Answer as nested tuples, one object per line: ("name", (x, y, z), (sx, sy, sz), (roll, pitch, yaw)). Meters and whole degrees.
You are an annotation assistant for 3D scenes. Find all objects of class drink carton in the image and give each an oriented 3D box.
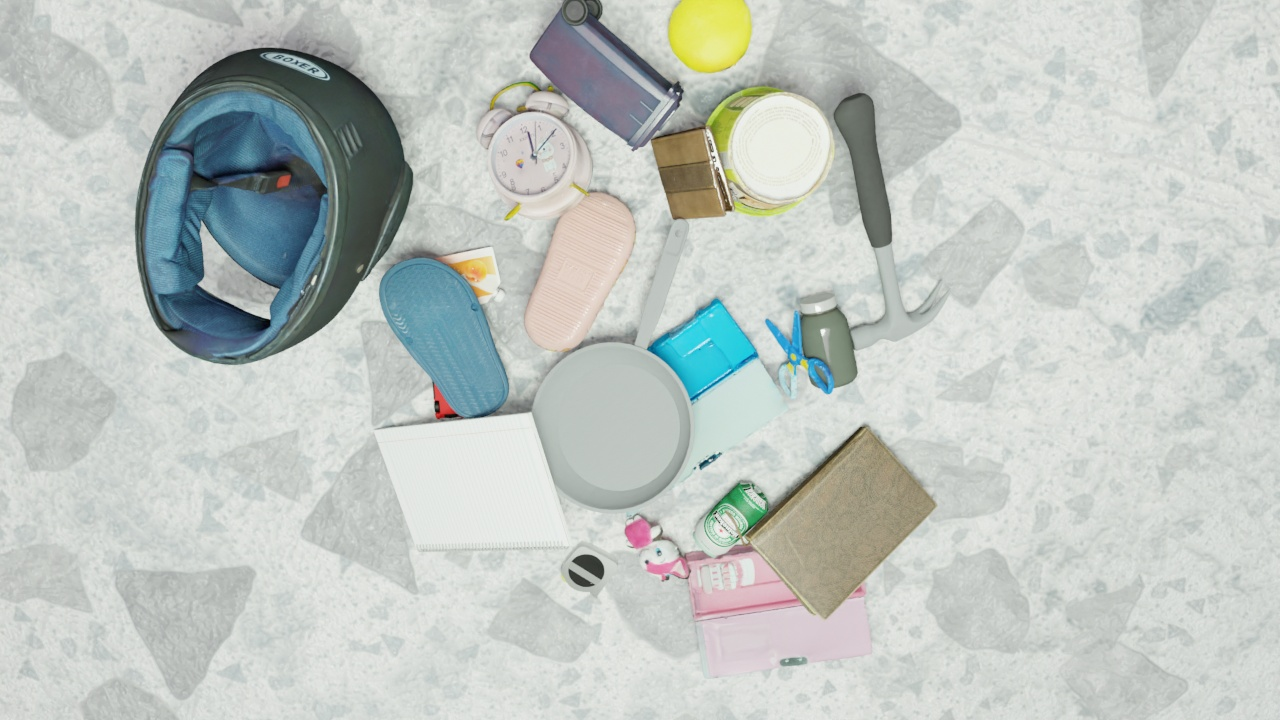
("drink carton", (-0.230, -0.093, 1.111), (0.122, 0.039, 0.069), (-12, 105, -3))

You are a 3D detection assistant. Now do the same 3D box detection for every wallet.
("wallet", (0.057, -0.209, 1.035), (0.026, 0.121, 0.099), (-24, 106, -22))

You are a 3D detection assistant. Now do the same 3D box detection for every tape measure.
("tape measure", (-0.069, 0.278, 1.220), (0.065, 0.016, 0.064), (33, 103, -9))

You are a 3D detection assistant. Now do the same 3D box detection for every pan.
("pan", (-0.006, 0.006, 1.084), (0.201, 0.050, 0.356), (21, 92, 14))

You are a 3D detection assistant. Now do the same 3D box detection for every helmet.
("helmet", (-0.380, -0.168, 0.983), (0.249, 0.235, 0.317), (18, 107, -4))

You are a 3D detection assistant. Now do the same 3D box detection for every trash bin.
("trash bin", (-0.032, -0.317, 1.014), (0.161, 0.093, 0.092), (39, 112, -8))

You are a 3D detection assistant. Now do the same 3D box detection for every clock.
("clock", (-0.122, -0.240, 1.039), (0.117, 0.059, 0.158), (-18, 81, 8))

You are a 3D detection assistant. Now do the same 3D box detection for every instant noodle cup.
("instant noodle cup", (0.146, -0.234, 1.022), (0.146, 0.098, 0.146), (-1, 100, -8))

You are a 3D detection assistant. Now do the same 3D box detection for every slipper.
("slipper", (-0.227, -0.028, 1.095), (0.103, 0.059, 0.214), (-31, 110, -6))
("slipper", (-0.068, -0.098, 1.079), (0.093, 0.081, 0.197), (21, 80, 6))

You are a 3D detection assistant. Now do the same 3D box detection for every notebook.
("notebook", (0.238, 0.191, 1.154), (0.215, 0.034, 0.190), (-43, 98, -6))
("notebook", (-0.210, 0.157, 1.138), (0.246, 0.013, 0.178), (-7, 106, 29))

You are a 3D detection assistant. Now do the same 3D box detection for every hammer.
("hammer", (0.275, -0.155, 1.047), (0.125, 0.029, 0.311), (-19, 121, 3))

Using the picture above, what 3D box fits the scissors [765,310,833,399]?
("scissors", (0.189, -0.001, 1.115), (0.015, 0.127, 0.125), (-21, 63, -30))

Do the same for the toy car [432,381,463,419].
("toy car", (-0.240, 0.029, 1.146), (0.038, 0.025, 0.089), (-3, 108, -6))

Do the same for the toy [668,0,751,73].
("toy", (0.078, -0.369, 1.025), (0.095, 0.041, 0.094), (-28, 99, 8))

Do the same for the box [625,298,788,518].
("box", (0.043, 0.059, 1.132), (0.244, 0.071, 0.170), (-35, 79, 10))

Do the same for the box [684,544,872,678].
("box", (0.183, 0.323, 1.220), (0.233, 0.039, 0.179), (-8, 101, 2))

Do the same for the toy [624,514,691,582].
("toy", (0.014, 0.252, 1.192), (0.102, 0.050, 0.066), (53, 133, -2))

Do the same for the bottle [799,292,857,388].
("bottle", (0.225, -0.024, 1.111), (0.060, 0.060, 0.108), (-14, 105, 4))

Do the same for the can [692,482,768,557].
("can", (0.117, 0.203, 1.179), (0.053, 0.053, 0.101), (41, 101, -10))
